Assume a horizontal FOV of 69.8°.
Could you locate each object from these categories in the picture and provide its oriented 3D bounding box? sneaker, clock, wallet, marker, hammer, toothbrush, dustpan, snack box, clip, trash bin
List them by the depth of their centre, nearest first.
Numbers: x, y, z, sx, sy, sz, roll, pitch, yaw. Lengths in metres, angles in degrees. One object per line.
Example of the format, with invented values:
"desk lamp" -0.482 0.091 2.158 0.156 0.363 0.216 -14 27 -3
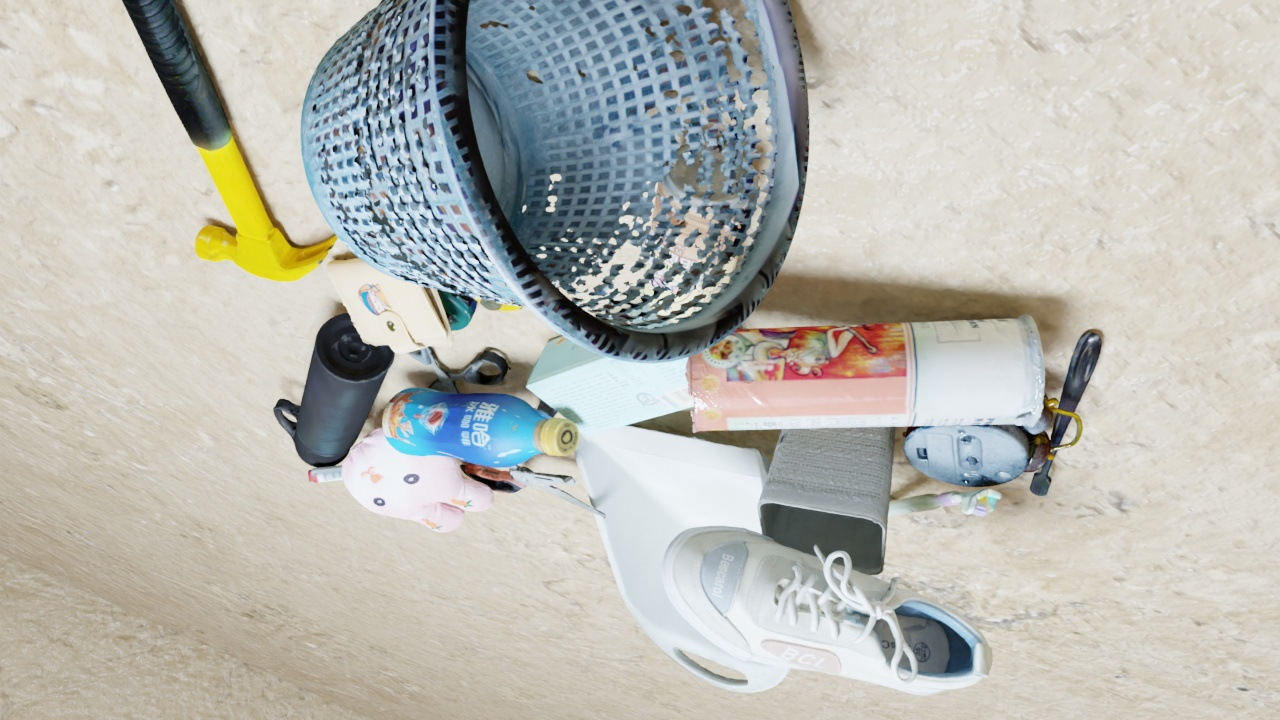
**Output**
"trash bin" -0.058 -0.116 0.460 0.195 0.226 0.226 4 145 44
"sneaker" 0.133 0.181 0.646 0.242 0.089 0.091 20 162 -8
"clock" 0.244 0.048 0.646 0.122 0.055 0.082 2 142 24
"toothbrush" 0.298 0.041 0.646 0.016 0.018 0.181 22 147 26
"hammer" -0.305 -0.161 0.655 0.129 0.032 0.301 14 146 9
"snack box" -0.004 0.004 0.714 0.175 0.051 0.074 -19 129 42
"toothbrush" 0.226 0.117 0.732 0.190 0.029 0.020 129 118 -75
"wallet" -0.201 -0.044 0.740 0.115 0.024 0.087 -1 122 40
"dustpan" 0.044 0.190 0.841 0.223 0.142 0.258 7 150 40
"clip" -0.089 0.050 0.854 0.027 0.043 0.058 22 150 -6
"marker" -0.280 0.116 0.983 0.145 0.017 0.017 -5 148 -12

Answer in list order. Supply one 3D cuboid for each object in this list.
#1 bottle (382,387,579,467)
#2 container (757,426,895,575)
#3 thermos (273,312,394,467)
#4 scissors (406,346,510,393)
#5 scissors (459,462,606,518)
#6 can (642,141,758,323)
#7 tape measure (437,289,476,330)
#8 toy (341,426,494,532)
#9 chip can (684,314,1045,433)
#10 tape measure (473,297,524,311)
"bottle" -0.141 0.060 0.808 0.219 0.065 0.065 2 143 40
"container" 0.147 0.087 0.696 0.090 0.114 0.090 8 144 18
"thermos" -0.307 0.035 0.895 0.090 0.068 0.243 24 146 -15
"scissors" -0.178 0.016 0.858 0.160 0.014 0.180 2 144 31
"scissors" -0.131 0.111 0.920 0.227 0.015 0.189 31 155 6
"can" 0.035 -0.077 0.576 0.058 0.058 0.116 17 146 5
"tape measure" -0.162 -0.047 0.747 0.054 0.025 0.058 35 144 -19
"toy" -0.230 0.128 0.957 0.121 0.054 0.159 -36 125 25
"chip can" 0.139 0.011 0.593 0.215 0.071 0.071 -2 142 9
"tape measure" -0.110 -0.060 0.699 0.060 0.028 0.057 14 146 10
